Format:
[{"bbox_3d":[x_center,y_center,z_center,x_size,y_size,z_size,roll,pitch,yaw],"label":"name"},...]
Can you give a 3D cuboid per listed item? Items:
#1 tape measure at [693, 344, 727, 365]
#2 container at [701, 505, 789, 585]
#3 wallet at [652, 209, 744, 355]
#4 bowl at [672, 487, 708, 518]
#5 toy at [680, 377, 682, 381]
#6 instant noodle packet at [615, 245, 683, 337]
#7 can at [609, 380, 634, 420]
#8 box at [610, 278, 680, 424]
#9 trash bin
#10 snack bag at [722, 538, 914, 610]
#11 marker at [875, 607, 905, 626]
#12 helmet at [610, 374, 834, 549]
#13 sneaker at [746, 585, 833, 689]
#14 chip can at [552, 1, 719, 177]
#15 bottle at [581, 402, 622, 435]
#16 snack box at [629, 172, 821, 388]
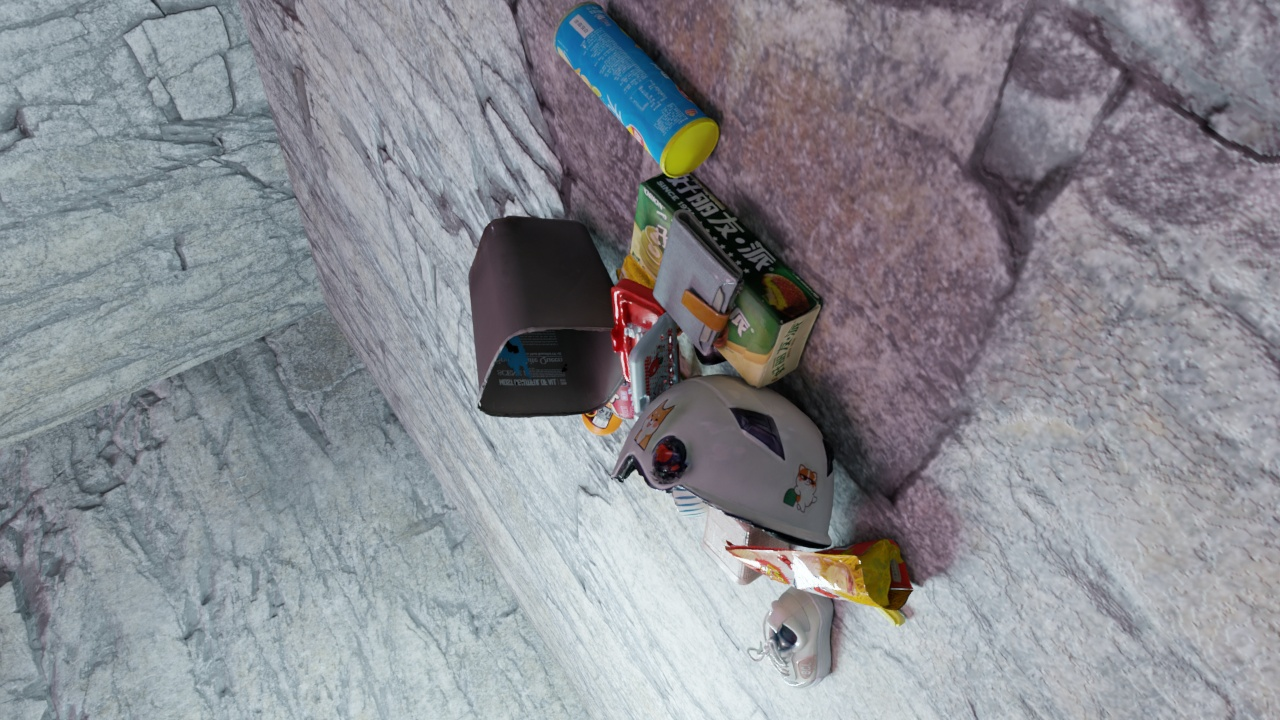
[{"bbox_3d":[0.090,-0.021,1.069,0.058,0.056,0.039,-10,107,41],"label":"tape measure"},{"bbox_3d":[0.140,0.212,1.185,0.090,0.090,0.111,44,148,36],"label":"container"},{"bbox_3d":[0.055,-0.076,0.949,0.106,0.036,0.130,53,153,22],"label":"wallet"},{"bbox_3d":[0.087,0.150,1.222,0.066,0.116,0.116,-5,119,19],"label":"bowl"},{"bbox_3d":[0.045,0.031,1.243,0.092,0.030,0.096,40,169,35],"label":"toy"},{"bbox_3d":[0.016,-0.084,1.168,0.128,0.044,0.111,60,158,10],"label":"instant noodle packet"},{"bbox_3d":[-0.015,0.031,1.325,0.066,0.066,0.094,40,148,41],"label":"can"},{"bbox_3d":[-0.007,0.006,1.099,0.094,0.100,0.201,27,150,21],"label":"box"},{"bbox_3d":[-0.133,-0.062,1.249,0.199,0.198,0.219,-59,41,45],"label":"trash bin"},{"bbox_3d":[0.204,0.240,1.057,0.128,0.073,0.208,30,156,-28],"label":"snack bag"},{"bbox_3d":[0.263,0.268,1.084,0.124,0.015,0.018,44,145,39],"label":"marker"},{"bbox_3d":[0.107,0.098,1.018,0.274,0.230,0.156,8,79,60],"label":"helmet"},{"bbox_3d":[0.202,0.394,1.250,0.089,0.090,0.243,44,152,37],"label":"sneaker"},{"bbox_3d":[-0.008,-0.287,0.964,0.210,0.071,0.071,52,154,23],"label":"chip can"},{"bbox_3d":[-0.046,0.062,1.436,0.066,0.066,0.150,55,148,16],"label":"bottle"},{"bbox_3d":[0.084,-0.092,0.995,0.240,0.063,0.115,50,152,26],"label":"snack box"}]
